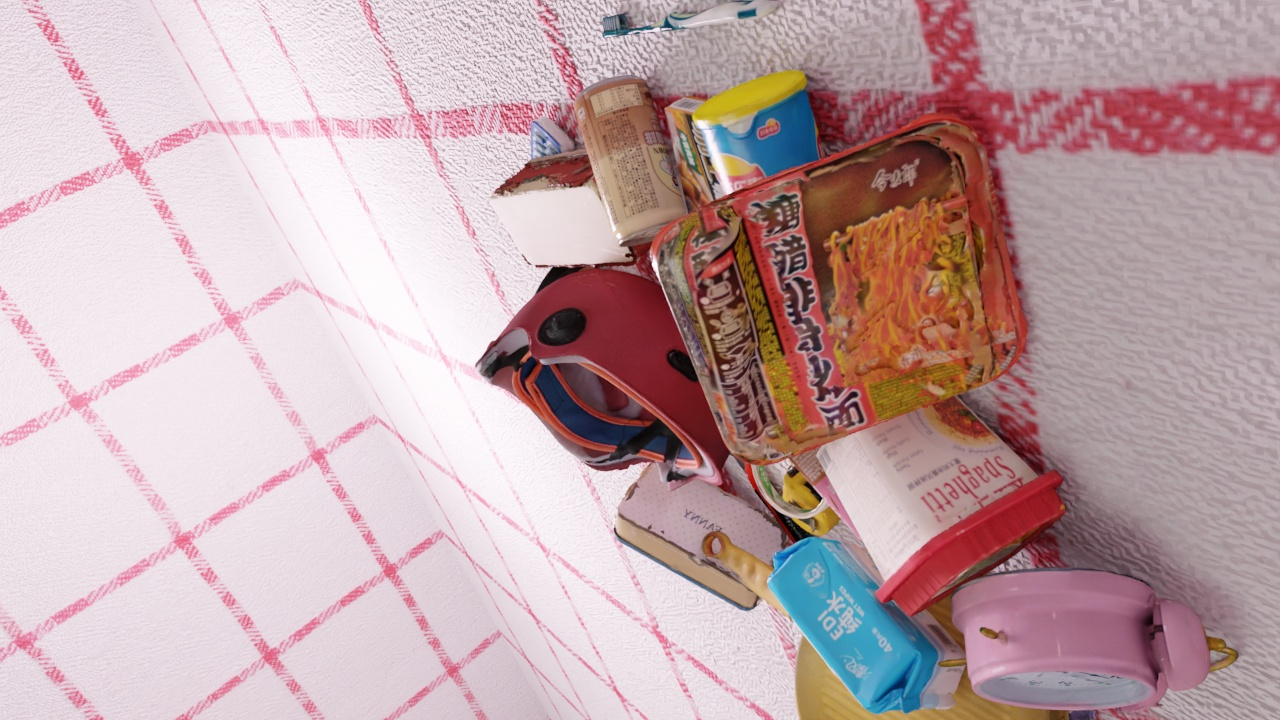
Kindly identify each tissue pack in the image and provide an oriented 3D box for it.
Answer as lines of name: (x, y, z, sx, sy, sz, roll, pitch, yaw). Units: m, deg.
tissue pack: (0.158, 0.188, 0.649, 0.090, 0.063, 0.140, 21, -159, -48)

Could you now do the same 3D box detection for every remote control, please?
remote control: (-0.083, -0.175, 0.874, 0.049, 0.024, 0.125, 47, 154, 19)

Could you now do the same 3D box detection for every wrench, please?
wrench: (0.130, 0.133, 0.883, 0.273, 0.016, 0.056, 56, 157, 1)

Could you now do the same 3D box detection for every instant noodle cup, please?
instant noodle cup: (0.187, 0.082, 0.601, 0.124, 0.116, 0.117, 57, 159, 25)
instant noodle cup: (0.113, -0.042, 0.527, 0.079, 0.189, 0.164, -101, -10, -65)

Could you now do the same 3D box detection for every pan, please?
pan: (0.164, 0.223, 0.746, 0.358, 0.197, 0.078, 26, -178, 41)

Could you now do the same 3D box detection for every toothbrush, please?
toothbrush: (0.026, -0.228, 0.609, 0.192, 0.016, 0.018, 20, 128, 54)

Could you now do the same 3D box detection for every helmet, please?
helmet: (-0.005, 0.005, 0.769, 0.240, 0.143, 0.207, 7, 149, 47)

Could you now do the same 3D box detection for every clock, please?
clock: (0.270, 0.173, 0.553, 0.158, 0.059, 0.117, 3, 148, 4)

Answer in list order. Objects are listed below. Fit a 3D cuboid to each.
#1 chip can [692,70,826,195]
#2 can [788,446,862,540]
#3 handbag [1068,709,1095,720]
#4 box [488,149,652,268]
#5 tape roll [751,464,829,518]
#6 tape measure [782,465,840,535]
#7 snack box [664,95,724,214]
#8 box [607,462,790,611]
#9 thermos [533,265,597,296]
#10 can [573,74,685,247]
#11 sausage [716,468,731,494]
chip can: (0.102, -0.074, 0.595, 0.071, 0.071, 0.210, 17, 136, 56)
can: (0.148, 0.071, 0.713, 0.147, 0.057, 0.058, 50, 156, 14)
handbag: (0.260, 0.271, 0.745, 0.194, 0.075, 0.134, 27, 139, 46)
box: (-0.059, -0.127, 0.792, 0.169, 0.075, 0.091, 6, 135, 50)
tape roll: (0.132, 0.094, 0.793, 0.086, 0.013, 0.086, 21, 119, 43)
tape measure: (0.150, 0.131, 0.824, 0.057, 0.028, 0.060, 38, 152, 33)
snack box: (0.065, -0.113, 0.670, 0.075, 0.026, 0.154, 30, 145, 45)
box: (0.055, 0.172, 0.934, 0.184, 0.089, 0.060, 27, 147, 20)
thermos: (-0.042, -0.033, 0.913, 0.143, 0.092, 0.093, 43, 155, 8)
can: (-0.007, -0.148, 0.686, 0.059, 0.058, 0.116, -20, 87, 66)
sausage: (0.072, 0.105, 0.950, 0.020, 0.020, 0.156, 23, 140, 51)
